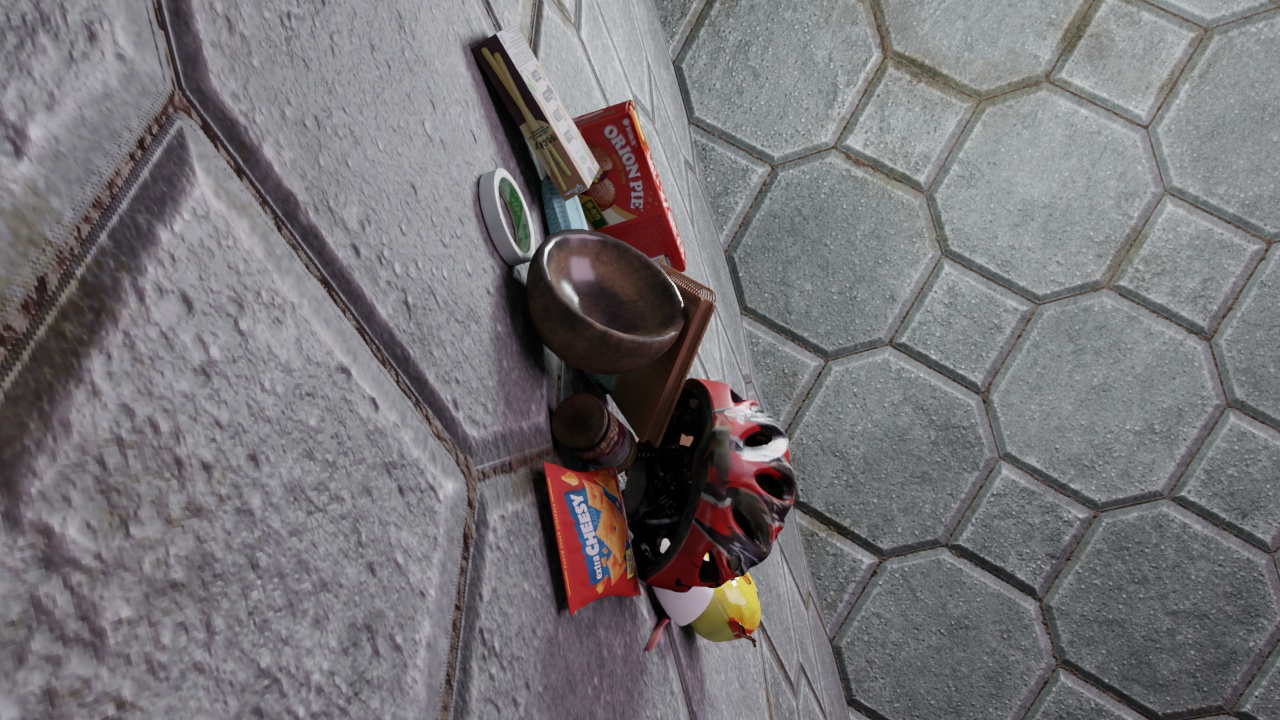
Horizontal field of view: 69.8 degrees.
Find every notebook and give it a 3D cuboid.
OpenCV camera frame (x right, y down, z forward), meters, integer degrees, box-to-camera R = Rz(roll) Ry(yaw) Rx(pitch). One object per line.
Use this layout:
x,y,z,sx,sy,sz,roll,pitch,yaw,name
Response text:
0.019,-0.014,1.009,0.210,0.022,0.169,-132,-117,-72,notebook

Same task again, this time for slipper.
-0.057,-0.098,1.059,0.116,0.070,0.276,32,43,-68,slipper

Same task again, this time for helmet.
0.068,0.132,0.948,0.272,0.167,0.217,123,-20,-73,helmet

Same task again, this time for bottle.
-0.044,0.076,0.917,0.105,0.056,0.056,52,26,-62,bottle

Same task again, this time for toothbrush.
0.027,0.301,1.064,0.184,0.015,0.015,-17,88,-77,toothbrush

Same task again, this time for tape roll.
-0.129,-0.139,0.894,0.093,0.018,0.094,-14,89,-78,tape roll

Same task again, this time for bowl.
0.053,0.253,1.099,0.115,0.051,0.114,57,16,-26,bowl
-0.042,-0.052,0.911,0.162,0.070,0.162,21,38,-17,bowl

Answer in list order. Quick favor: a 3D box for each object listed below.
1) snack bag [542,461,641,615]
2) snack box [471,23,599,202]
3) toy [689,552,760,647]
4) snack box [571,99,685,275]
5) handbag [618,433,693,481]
-0.045,0.160,0.846,0.144,0.039,0.130,17,59,-64,snack bag
-0.112,-0.278,1.026,0.186,0.032,0.100,58,17,-20,snack box
0.098,0.290,1.216,0.134,0.092,0.207,49,21,-38,toy
-0.027,-0.216,1.226,0.060,0.113,0.236,-85,156,-57,snack box
0.014,0.112,1.184,0.187,0.117,0.198,19,52,-29,handbag
